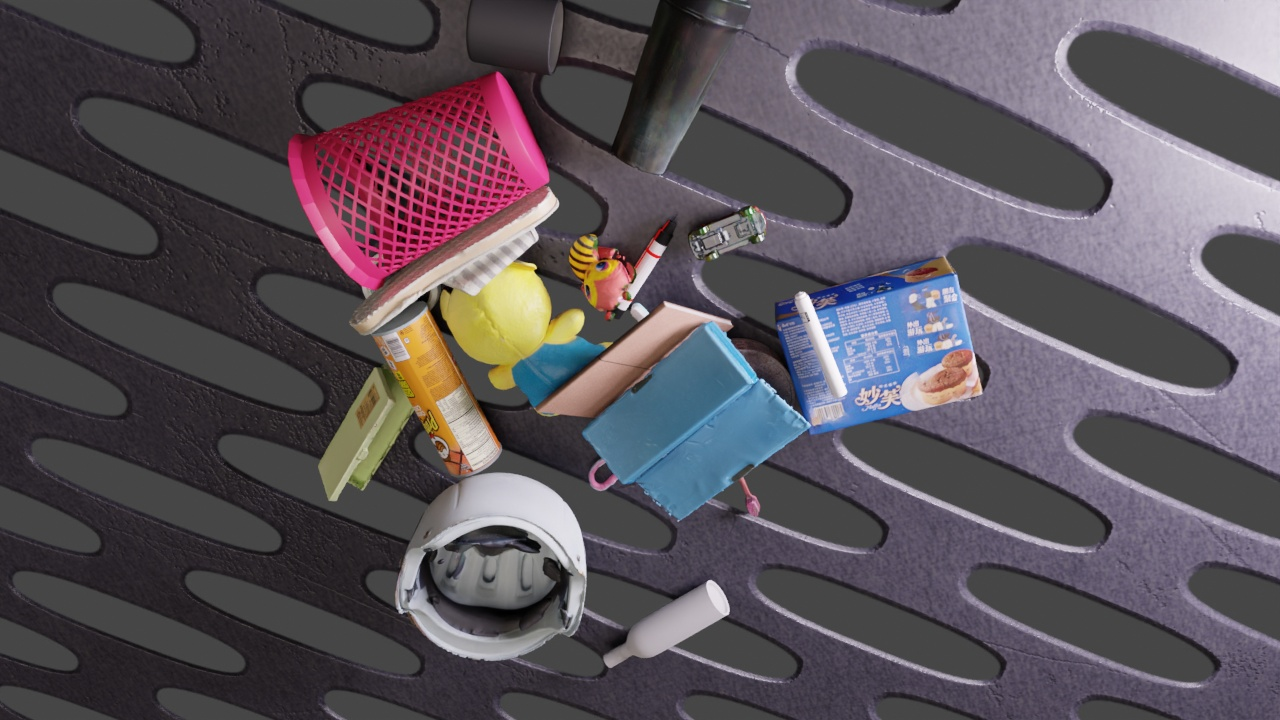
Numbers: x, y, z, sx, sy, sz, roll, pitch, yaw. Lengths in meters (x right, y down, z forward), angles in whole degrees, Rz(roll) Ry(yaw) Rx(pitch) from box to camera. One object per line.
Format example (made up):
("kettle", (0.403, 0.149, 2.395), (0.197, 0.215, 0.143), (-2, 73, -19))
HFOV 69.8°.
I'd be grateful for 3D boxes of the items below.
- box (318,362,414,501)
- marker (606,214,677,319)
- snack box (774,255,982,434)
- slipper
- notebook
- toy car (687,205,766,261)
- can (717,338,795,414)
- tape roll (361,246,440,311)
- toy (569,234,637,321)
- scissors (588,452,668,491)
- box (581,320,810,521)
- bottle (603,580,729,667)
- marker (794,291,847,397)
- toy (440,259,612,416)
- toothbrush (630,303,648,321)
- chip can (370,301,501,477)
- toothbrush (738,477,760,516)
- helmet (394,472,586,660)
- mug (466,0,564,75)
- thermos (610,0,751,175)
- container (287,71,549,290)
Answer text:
("box", (-0.357, 0.091, 1.195), (0.077, 0.090, 0.188), (40, 115, 10))
("marker", (0.005, -0.111, 1.085), (0.019, 0.019, 0.146), (31, 113, -8))
("snack box", (0.275, -0.015, 1.071), (0.203, 0.069, 0.155), (-15, 110, 13))
("slipper", (-0.208, -0.108, 1.041), (0.272, 0.114, 0.054), (-32, 122, 1))
("notebook", (-0.006, 0.006, 1.074), (0.210, 0.141, 0.008), (-38, 63, 26))
("toy car", (0.100, -0.146, 1.050), (0.091, 0.036, 0.042), (-20, 110, 15))
("can", (0.119, 0.041, 1.115), (0.130, 0.044, 0.130), (-1, 110, -2))
("tape roll", (-0.293, -0.093, 1.125), (0.094, 0.018, 0.094), (2, 114, 4))
("toy", (-0.046, -0.098, 1.073), (0.103, 0.046, 0.084), (55, 140, 16))
("scissors", (0.015, 0.131, 1.186), (0.172, 0.013, 0.171), (41, 113, -17))
("box", (0.058, 0.082, 1.080), (0.177, 0.047, 0.232), (46, 121, -2))
("bottle", (0.030, 0.375, 1.277), (0.195, 0.052, 0.052), (-35, 106, 19))
("marker", (0.201, -0.017, 1.032), (0.020, 0.017, 0.133), (-4, 118, 49))
("toy", (-0.137, -0.028, 1.102), (0.149, 0.083, 0.214), (-39, 106, 15))
("toothbrush", (0.054, -0.005, 1.129), (0.180, 0.016, 0.016), (43, 116, -14))
("chip can", (-0.250, 0.038, 1.135), (0.075, 0.075, 0.215), (-17, 116, 13))
("toothbrush", (0.114, 0.121, 1.176), (0.016, 0.016, 0.190), (-20, 110, 15))
("helmet", (-0.187, 0.255, 1.188), (0.236, 0.163, 0.265), (9, 125, -7))
("mug", (-0.128, -0.364, 0.964), (0.088, 0.078, 0.113), (10, 87, 1))
("thermos", (0.038, -0.308, 0.957), (0.098, 0.098, 0.221), (23, 118, -4))
("container", (-0.227, -0.205, 0.993), (0.226, 0.183, 0.183), (-23, 109, 7))
